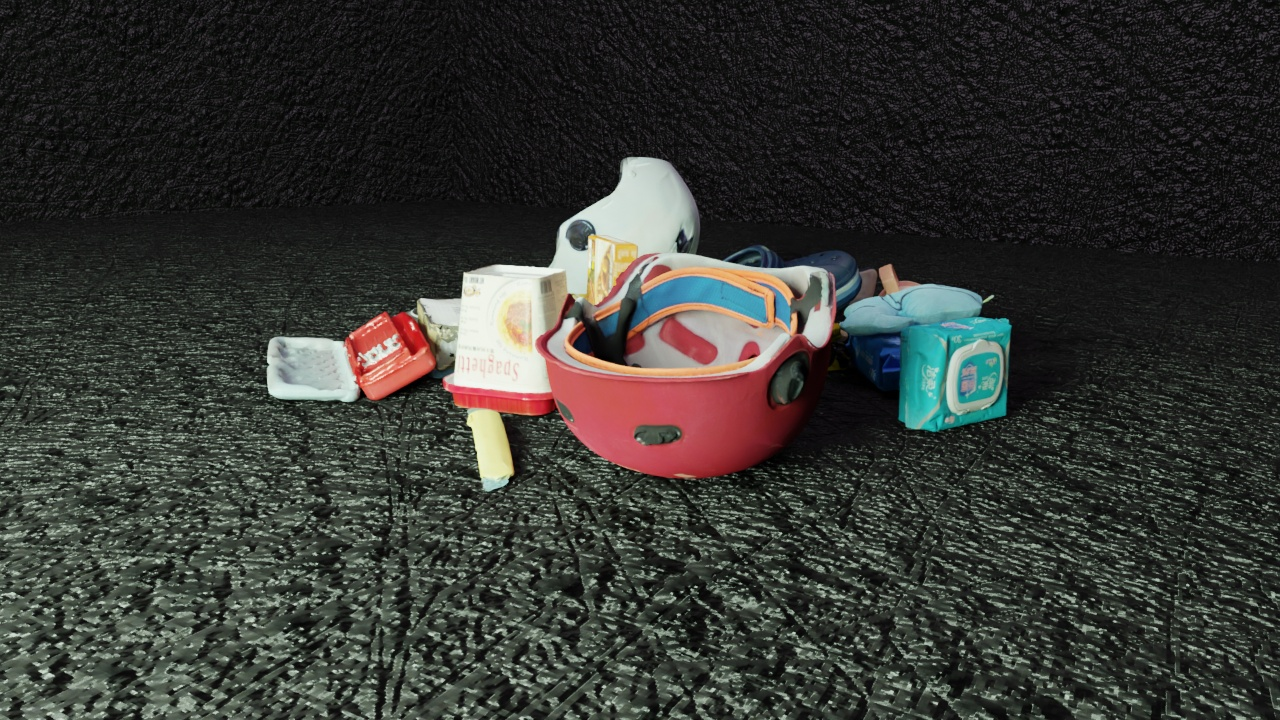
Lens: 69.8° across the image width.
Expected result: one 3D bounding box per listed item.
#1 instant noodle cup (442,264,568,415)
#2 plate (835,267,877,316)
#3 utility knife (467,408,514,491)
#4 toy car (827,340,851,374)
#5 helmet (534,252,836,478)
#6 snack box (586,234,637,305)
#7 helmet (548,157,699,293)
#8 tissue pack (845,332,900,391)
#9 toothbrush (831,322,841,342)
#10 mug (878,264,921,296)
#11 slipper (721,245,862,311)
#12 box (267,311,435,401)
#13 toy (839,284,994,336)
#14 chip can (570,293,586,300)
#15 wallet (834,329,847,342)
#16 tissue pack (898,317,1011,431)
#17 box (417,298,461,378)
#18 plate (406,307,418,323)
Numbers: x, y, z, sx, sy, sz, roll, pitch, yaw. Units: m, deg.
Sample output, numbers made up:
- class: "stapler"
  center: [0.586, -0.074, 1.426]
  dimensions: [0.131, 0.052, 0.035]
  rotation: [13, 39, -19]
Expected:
- class: "instant noodle cup"
  center: [-0.116, -0.023, 0.862]
  dimensions: [0.116, 0.124, 0.116]
  rotation: [6, 14, 16]
- class: "plate"
  center: [0.205, -0.076, 1.187]
  dimensions: [0.205, 0.045, 0.205]
  rotation: [-10, -4, -1]
- class: "utility knife"
  center: [-0.119, 0.065, 0.720]
  dimensions: [0.031, 0.018, 0.167]
  rotation: [-5, 13, -12]
- class: "toy car"
  center: [0.159, -0.011, 1.032]
  dimensions: [0.156, 0.041, 0.071]
  rotation: [6, 14, 10]
- class: "helmet"
  center: [0.036, 0.017, 0.688]
  dimensions: [0.207, 0.144, 0.239]
  rotation: [11, 30, 33]
- class: "snack box"
  center: [-0.030, -0.040, 0.880]
  dimensions: [0.026, 0.154, 0.075]
  rotation: [-3, 14, -21]
- class: "helmet"
  center: [-0.016, -0.142, 1.251]
  dimensions: [0.146, 0.259, 0.229]
  rotation: [43, 3, 5]
- class: "tissue pack"
  center: [0.285, -0.001, 0.988]
  dimensions: [0.095, 0.052, 0.157]
  rotation: [-1, 13, -3]
- class: "toothbrush"
  center: [0.132, -0.004, 0.955]
  dimensions: [0.189, 0.017, 0.015]
  rotation: [-19, 36, -21]
- class: "mug"
  center: [0.320, -0.061, 1.121]
  dimensions: [0.082, 0.114, 0.105]
  rotation: [-20, 9, 19]
- class: "slipper"
  center: [0.119, -0.079, 1.006]
  dimensions: [0.252, 0.095, 0.105]
  rotation: [-21, 31, -16]
- class: "box"
  center: [-0.293, -0.003, 0.923]
  dimensions: [0.161, 0.059, 0.201]
  rotation: [-15, 19, -17]
- class: "toy"
  center: [0.298, -0.054, 0.988]
  dimensions: [0.156, 0.050, 0.161]
  rotation: [0, 14, 18]
- class: "chip can"
  center: [-0.004, -0.050, 1.107]
  dimensions: [0.221, 0.072, 0.072]
  rotation: [-4, 15, -25]
- class: "wallet"
  center: [0.184, -0.039, 1.111]
  dimensions: [0.087, 0.024, 0.115]
  rotation: [-6, -13, 43]
- class: "tissue pack"
  center: [0.295, 0.011, 0.849]
  dimensions: [0.133, 0.093, 0.050]
  rotation: [-9, 13, -36]
- class: "box"
  center: [-0.202, -0.030, 1.022]
  dimensions: [0.089, 0.062, 0.184]
  rotation: [-1, 12, -16]
- class: "plate"
  center: [-0.241, -0.054, 1.193]
  dimensions: [0.179, 0.024, 0.179]
  rotation: [2, 13, -1]
